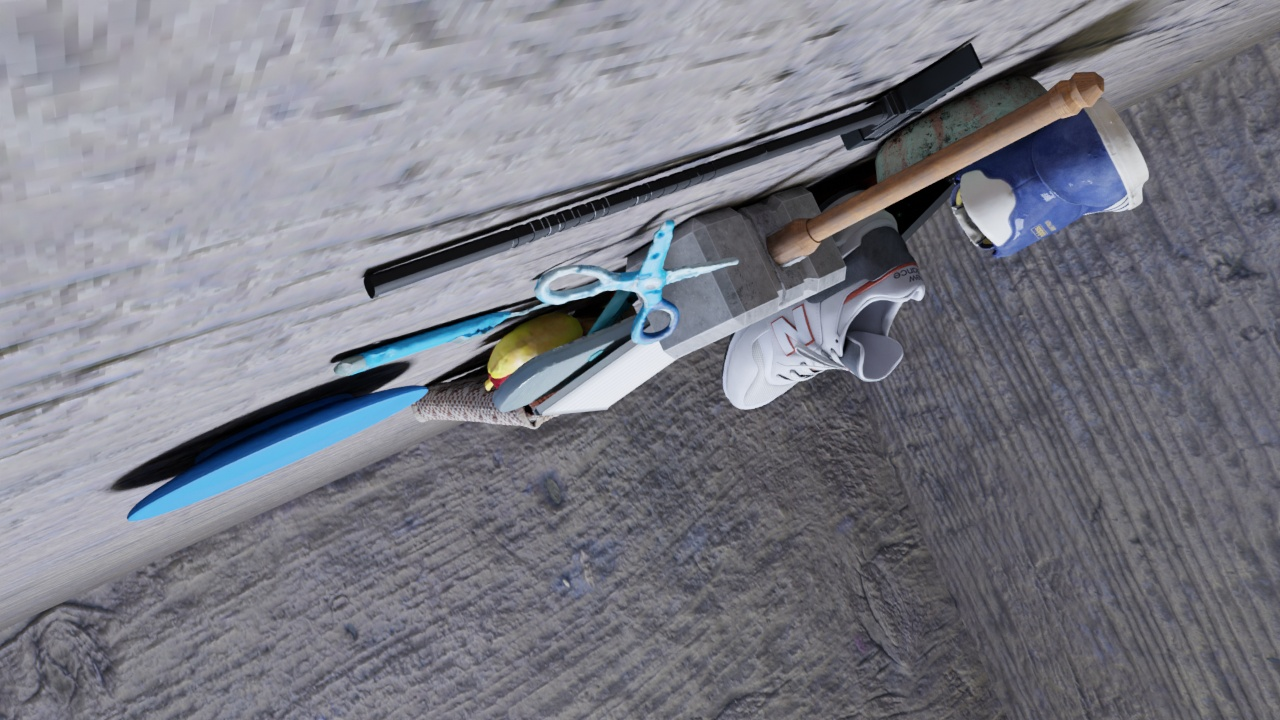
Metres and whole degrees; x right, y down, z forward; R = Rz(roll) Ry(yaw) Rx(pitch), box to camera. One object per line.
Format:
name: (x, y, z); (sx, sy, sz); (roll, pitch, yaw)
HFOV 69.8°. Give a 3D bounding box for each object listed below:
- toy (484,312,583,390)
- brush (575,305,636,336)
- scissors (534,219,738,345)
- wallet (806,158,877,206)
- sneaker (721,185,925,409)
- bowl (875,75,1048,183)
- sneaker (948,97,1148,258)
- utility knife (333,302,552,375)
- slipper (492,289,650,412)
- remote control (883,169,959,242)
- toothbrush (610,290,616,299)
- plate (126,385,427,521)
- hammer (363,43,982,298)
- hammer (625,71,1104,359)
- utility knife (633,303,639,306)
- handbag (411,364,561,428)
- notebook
toy: (-0.095, -0.002, 0.826); (0.105, 0.067, 0.137); (-29, 173, 3)
brush: (-0.033, -0.032, 0.925); (0.059, 0.043, 0.195); (-22, -174, -9)
scissors: (-0.001, -0.046, 0.601); (0.134, 0.011, 0.140); (-15, 150, -7)
wallet: (0.182, -0.115, 0.822); (0.091, 0.018, 0.116); (-25, 138, -8)
sneaker: (0.160, -0.021, 0.793); (0.088, 0.124, 0.240); (-1, 130, -36)
bowl: (0.244, -0.172, 0.701); (0.157, 0.038, 0.157); (-25, 179, 0)
sneaker: (0.312, -0.130, 0.716); (0.119, 0.091, 0.232); (-30, 177, 23)
utility knife: (-0.114, -0.021, 0.608); (0.031, 0.015, 0.221); (-20, -176, 38)
slipper: (-0.023, -0.029, 0.774); (0.268, 0.054, 0.098); (-28, 166, -37)
remote control: (0.252, -0.151, 0.795); (0.150, 0.034, 0.013); (-46, 141, 10)
toothbrush: (0.057, -0.098, 0.928); (0.212, 0.012, 0.018); (-25, 179, -26)
plate: (-0.268, 0.059, 0.685); (0.224, 0.024, 0.224); (-25, 179, 0)
hammer: (0.027, -0.088, 0.429); (0.324, 0.015, 0.095); (-24, 179, -28)
hammer: (0.153, -0.107, 0.622); (0.319, 0.083, 0.162); (-26, 179, 44)
utility knife: (0.053, -0.096, 1.103); (0.166, 0.015, 0.022); (-22, -173, 21)
handbag: (-0.135, 0.030, 0.943); (0.186, 0.047, 0.123); (1, -164, 39)
notebook: (-0.005, 0.005, 0.823); (0.143, 0.009, 0.209); (-35, 171, 10)
